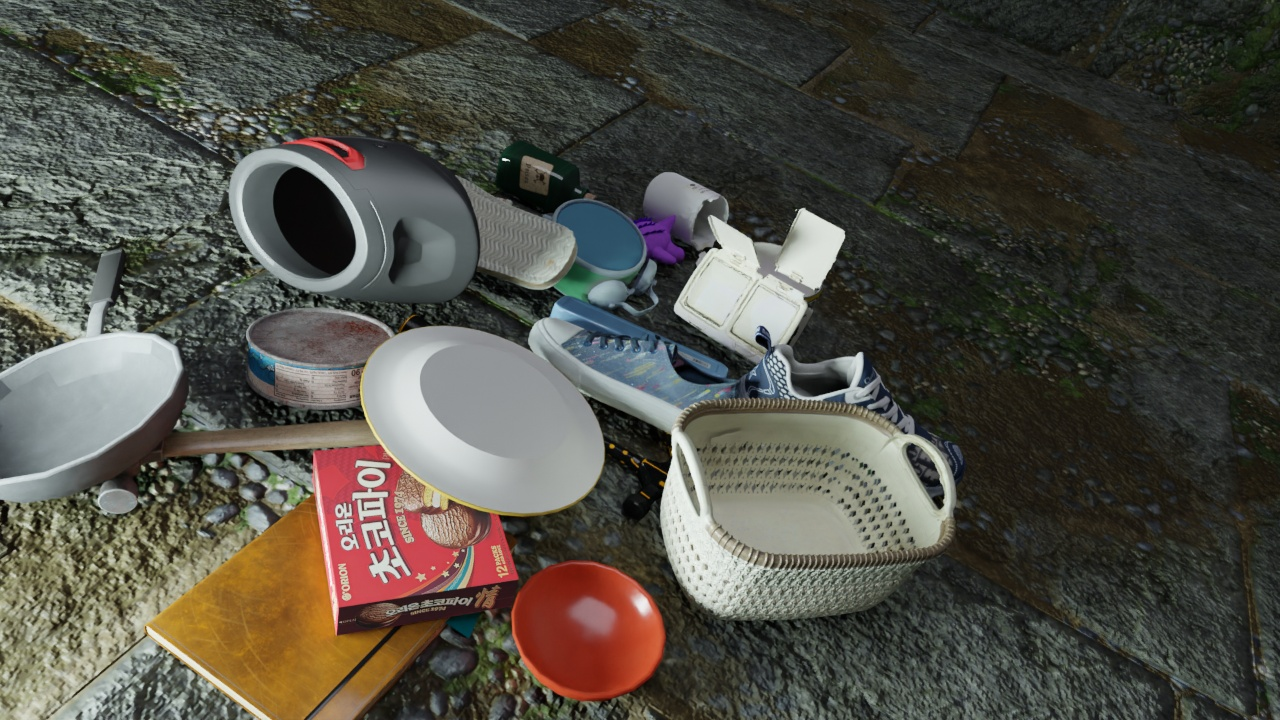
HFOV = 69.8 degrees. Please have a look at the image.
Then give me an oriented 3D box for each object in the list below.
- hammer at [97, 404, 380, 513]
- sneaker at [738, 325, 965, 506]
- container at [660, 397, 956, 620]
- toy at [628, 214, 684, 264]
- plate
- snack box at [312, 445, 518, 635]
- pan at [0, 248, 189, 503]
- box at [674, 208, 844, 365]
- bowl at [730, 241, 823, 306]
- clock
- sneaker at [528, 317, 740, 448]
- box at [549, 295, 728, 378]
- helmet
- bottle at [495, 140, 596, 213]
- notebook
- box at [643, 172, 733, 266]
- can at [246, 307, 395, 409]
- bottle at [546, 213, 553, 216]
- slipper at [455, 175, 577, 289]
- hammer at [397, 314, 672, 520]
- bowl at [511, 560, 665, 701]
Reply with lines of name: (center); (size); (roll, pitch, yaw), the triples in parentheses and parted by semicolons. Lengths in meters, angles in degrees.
hammer: (-0.279, 0.063, 0.796); (0.330, 0.031, 0.119); (-4, 40, -20)
sneaker: (0.222, 0.053, 0.949); (0.269, 0.133, 0.103); (20, 37, -1)
container: (0.136, 0.133, 0.809); (0.246, 0.143, 0.184); (3, 41, -20)
toy: (0.009, -0.156, 1.171); (0.087, 0.056, 0.106); (-18, 51, -39)
plate: (-0.132, 0.042, 0.819); (0.229, 0.021, 0.229); (22, 34, -16)
snack box: (-0.184, 0.134, 0.736); (0.132, 0.036, 0.152); (-3, 43, -25)
pan: (-0.472, -0.004, 0.791); (0.178, 0.041, 0.357); (-17, 39, -11)
box: (0.124, -0.091, 1.040); (0.145, 0.186, 0.095); (32, 25, 23)
bowl: (0.161, -0.088, 1.144); (0.117, 0.068, 0.117); (11, 39, -9)
clock: (-0.046, -0.113, 1.091); (0.161, 0.076, 0.121); (46, 46, 12)
sneaker: (-0.006, 0.005, 0.938); (0.235, 0.079, 0.087); (28, 17, 11)
box: (-0.005, -0.010, 1.024); (0.210, 0.049, 0.066); (24, 20, 3)
helmet: (-0.276, -0.149, 0.960); (0.265, 0.164, 0.169); (24, 27, 20)
bottle: (-0.119, -0.233, 1.207); (0.131, 0.061, 0.061); (27, 37, 9)
notebook: (-0.216, 0.174, 0.718); (0.178, 0.014, 0.248); (29, 40, 13)
box: (0.078, -0.176, 1.216); (0.084, 0.112, 0.162); (-16, 37, -41)
can: (-0.294, -0.004, 0.847); (0.130, 0.044, 0.129); (9, 23, -4)
bottle: (-0.077, -0.175, 1.174); (0.109, 0.036, 0.036); (-14, 49, -35)
slipper: (-0.183, -0.148, 1.060); (0.263, 0.052, 0.115); (24, 72, 25)
hammer: (-0.103, 0.042, 0.910); (0.321, 0.036, 0.123); (30, 36, 10)
bowl: (-0.044, 0.217, 0.721); (0.122, 0.035, 0.121); (11, 39, -10)
